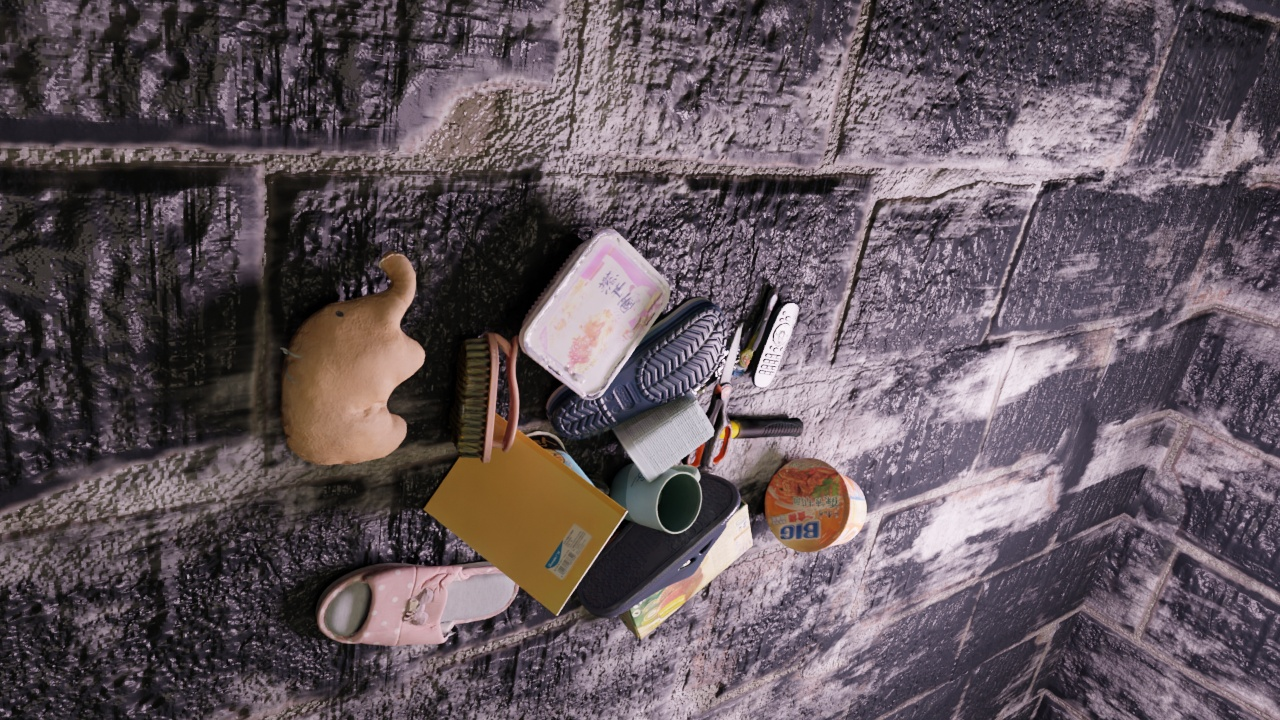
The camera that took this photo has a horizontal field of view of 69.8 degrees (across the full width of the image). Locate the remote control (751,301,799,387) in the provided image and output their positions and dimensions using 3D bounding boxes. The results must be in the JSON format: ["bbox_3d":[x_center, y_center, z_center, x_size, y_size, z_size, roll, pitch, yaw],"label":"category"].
[{"bbox_3d":[0.194,-0.025,1.347,0.053,0.024,0.136,8,107,-41],"label":"remote control"}]

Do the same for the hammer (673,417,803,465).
[{"bbox_3d":[0.137,0.103,1.367,0.300,0.033,0.129,2,113,-41],"label":"hammer"}]

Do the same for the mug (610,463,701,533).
[{"bbox_3d":[0.027,0.177,1.253,0.111,0.106,0.082,-37,115,-32],"label":"mug"}]

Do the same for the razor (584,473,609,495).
[{"bbox_3d":[-0.082,0.222,1.243,0.067,0.062,0.168,-46,152,-58],"label":"razor"}]

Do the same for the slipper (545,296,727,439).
[{"bbox_3d":[-0.007,0.007,1.150,0.253,0.095,0.105,-33,133,3],"label":"slipper"}]

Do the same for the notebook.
[{"bbox_3d":[-0.136,0.174,1.065,0.146,0.206,0.010,-56,164,-1],"label":"notebook"}]

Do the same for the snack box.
[{"bbox_3d":[0.063,0.304,1.391,0.239,0.063,0.115,-36,138,-19],"label":"snack box"}]

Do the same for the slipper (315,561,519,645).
[{"bbox_3d":[-0.261,0.299,1.125,0.273,0.054,0.114,7,109,-43],"label":"slipper"}]

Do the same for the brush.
[{"bbox_3d":[-0.173,0.038,1.039,0.073,0.063,0.146,2,107,-23],"label":"brush"}]

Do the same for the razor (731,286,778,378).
[{"bbox_3d":[0.166,-0.039,1.317,0.042,0.022,0.143,16,103,-46],"label":"razor"}]

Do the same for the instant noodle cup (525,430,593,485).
[{"bbox_3d":[-0.106,0.163,1.130,0.111,0.120,0.111,-21,126,-31],"label":"instant noodle cup"}]

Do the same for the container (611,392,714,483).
[{"bbox_3d":[0.025,0.082,1.199,0.111,0.090,0.090,-34,132,-2],"label":"container"}]

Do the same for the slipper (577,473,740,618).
[{"bbox_3d":[0.030,0.266,1.302,0.268,0.110,0.083,-40,140,-8],"label":"slipper"}]

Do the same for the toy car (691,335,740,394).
[{"bbox_3d":[0.098,0.005,1.276,0.105,0.031,0.049,-35,133,-28],"label":"toy car"}]

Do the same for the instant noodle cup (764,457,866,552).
[{"bbox_3d":[0.295,0.241,1.510,0.111,0.151,0.151,19,101,-53],"label":"instant noodle cup"}]

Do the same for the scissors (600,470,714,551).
[{"bbox_3d":[0.020,0.218,1.348,0.214,0.015,0.197,-53,136,-4],"label":"scissors"}]

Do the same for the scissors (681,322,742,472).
[{"bbox_3d":[0.102,0.056,1.272,0.124,0.022,0.235,-23,127,-29],"label":"scissors"}]

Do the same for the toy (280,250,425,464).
[{"bbox_3d":[-0.286,0.000,0.917,0.143,0.082,0.226,2,110,-47],"label":"toy"}]

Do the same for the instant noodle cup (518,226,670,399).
[{"bbox_3d":[-0.062,-0.057,1.069,0.138,0.060,0.173,42,78,-36],"label":"instant noodle cup"}]
